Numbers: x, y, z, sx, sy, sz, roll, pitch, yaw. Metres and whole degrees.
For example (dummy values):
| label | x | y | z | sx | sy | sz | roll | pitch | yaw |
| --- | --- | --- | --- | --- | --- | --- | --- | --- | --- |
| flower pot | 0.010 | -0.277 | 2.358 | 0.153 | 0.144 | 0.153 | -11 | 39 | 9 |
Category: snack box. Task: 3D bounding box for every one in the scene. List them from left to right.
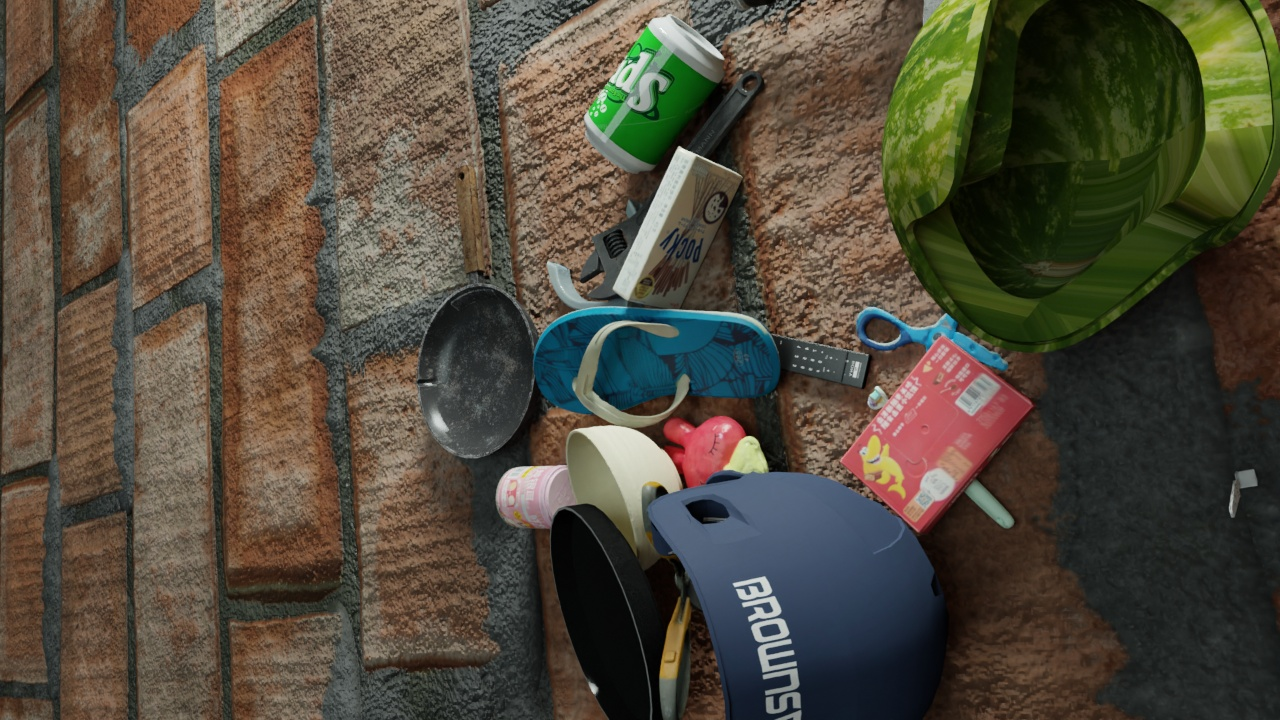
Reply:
| label | x | y | z | sx | sy | sz | roll | pitch | yaw |
| --- | --- | --- | --- | --- | --- | --- | --- | --- | --- |
| snack box | 0.036 | -0.122 | 0.881 | 0.026 | 0.081 | 0.150 | 36 | 108 | 35 |
| snack box | 0.232 | 0.059 | 0.727 | 0.089 | 0.021 | 0.133 | 45 | 108 | 32 |

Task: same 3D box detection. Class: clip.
| label | x | y | z | sx | sy | sz | roll | pitch | yaw |
| --- | --- | --- | --- | --- | --- | --- | --- | --- | --- |
| clip | -0.041 | -0.093 | 0.974 | 0.166 | 0.032 | 0.164 | 20 | 98 | 39 |

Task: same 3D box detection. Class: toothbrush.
| label | x | y | z | sx | sy | sz | roll | pitch | yaw |
| --- | --- | --- | --- | --- | --- | --- | --- | --- | --- |
| toothbrush | 0.241 | 0.077 | 0.742 | 0.154 | 0.015 | 0.022 | 49 | 140 | 31 |
| toothbrush | 0.358 | 0.078 | 0.543 | 0.010 | 0.181 | 0.010 | -17 | 80 | 33 |

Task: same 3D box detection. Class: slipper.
| label | x | y | z | sx | sy | sz | roll | pitch | yaw |
| --- | --- | --- | --- | --- | --- | --- | --- | --- | --- |
| slipper | -0.005 | 0.005 | 0.893 | 0.296 | 0.060 | 0.118 | -3 | 108 | 36 |

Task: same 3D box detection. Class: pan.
| label | x | y | z | sx | sy | sz | roll | pitch | yaw |
| --- | --- | --- | --- | --- | --- | --- | --- | --- | --- |
| pan | -0.191 | -0.063 | 1.085 | 0.208 | 0.040 | 0.356 | -11 | 78 | 37 |
| pan | -0.018 | 0.308 | 0.875 | 0.226 | 0.034 | 0.356 | 7 | 110 | 65 |

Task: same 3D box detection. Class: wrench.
| label | x | y | z | sx | sy | sz | roll | pitch | yaw |
| --- | --- | --- | --- | --- | --- | --- | --- | --- | --- |
| wrench | 0.030 | -0.171 | 0.908 | 0.273 | 0.018 | 0.073 | -51 | 59 | 12 |

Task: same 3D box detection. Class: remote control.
| label | x | y | z | sx | sy | sz | roll | pitch | yaw |
| --- | --- | --- | --- | --- | --- | --- | --- | --- | --- |
| remote control | 0.142 | -0.004 | 0.832 | 0.140 | 0.009 | 0.030 | 15 | 95 | 38 |

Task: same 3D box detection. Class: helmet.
| label | x | y | z | sx | sy | sz | roll | pitch | yaw |
| --- | --- | --- | --- | --- | --- | --- | --- | --- | --- |
| helmet | 0.114 | 0.196 | 0.714 | 0.273 | 0.222 | 0.232 | -179 | 82 | -69 |
| helmet | 0.269 | -0.142 | 0.603 | 0.213 | 0.247 | 0.242 | 5 | 65 | 7 |

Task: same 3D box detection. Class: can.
| label | x | y | z | sx | sy | sz | roll | pitch | yaw |
| --- | --- | --- | --- | --- | --- | --- | --- | --- | --- |
| can | -0.105 | 0.146 | 0.977 | 0.076 | 0.067 | 0.067 | -6 | 82 | 38 |
| can | 0.013 | -0.262 | 0.909 | 0.140 | 0.087 | 0.087 | -50 | 59 | 24 |

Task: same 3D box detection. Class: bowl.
| label | x | y | z | sx | sy | sz | roll | pitch | yaw |
| --- | --- | --- | --- | --- | --- | --- | --- | --- | --- |
| bowl | -0.007 | 0.126 | 0.881 | 0.150 | 0.075 | 0.151 | 50 | 150 | 43 |

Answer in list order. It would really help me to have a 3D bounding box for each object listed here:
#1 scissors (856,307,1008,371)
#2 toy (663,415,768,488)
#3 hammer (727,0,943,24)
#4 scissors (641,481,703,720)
| label | x | y | z | sx | sy | sz | roll | pitch | yaw |
| --- | --- | --- | --- | --- | --- | --- | --- | --- | --- |
| scissors | 0.240 | -0.027 | 0.757 | 0.140 | 0.011 | 0.134 | 14 | 96 | 38 |
| toy | 0.068 | 0.096 | 0.857 | 0.135 | 0.045 | 0.092 | 28 | 108 | 45 |
| hammer | 0.185 | -0.339 | 0.784 | 0.327 | 0.079 | 0.177 | 5 | 89 | 39 |
| scissors | 0.030 | 0.185 | 0.776 | 0.016 | 0.224 | 0.230 | -6 | 125 | 14 |
